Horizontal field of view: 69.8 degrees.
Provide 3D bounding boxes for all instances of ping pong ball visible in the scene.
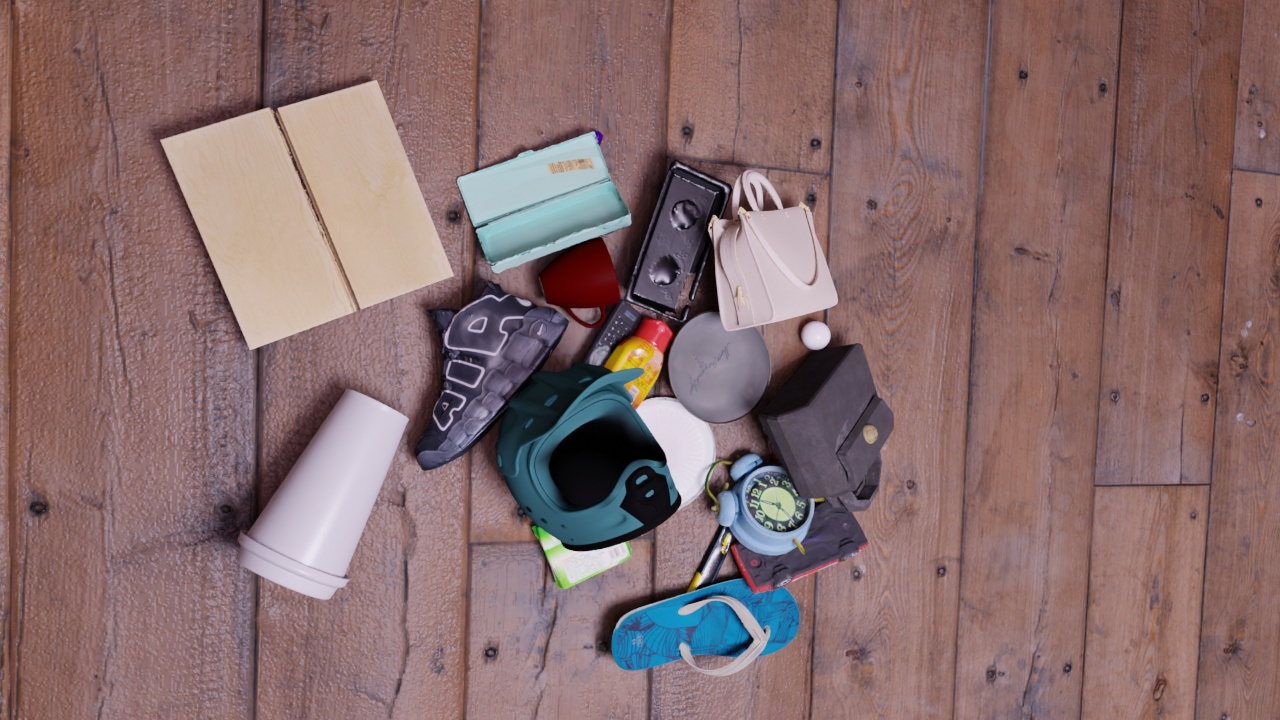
[{"bbox_3d":[0.245,-0.035,1.282,0.040,0.040,0.040,-1,93,-18],"label":"ping pong ball"}]

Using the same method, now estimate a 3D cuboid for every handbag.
[{"bbox_3d":[0.270,0.108,1.227,0.196,0.103,0.199,-43,113,-45],"label":"handbag"},{"bbox_3d":[0.166,-0.150,1.197,0.194,0.101,0.198,-16,93,-50],"label":"handbag"}]

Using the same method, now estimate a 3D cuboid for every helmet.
[{"bbox_3d":[-0.066,0.099,1.059,0.176,0.275,0.200,-31,96,-26],"label":"helmet"}]

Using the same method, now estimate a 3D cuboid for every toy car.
[{"bbox_3d":[0.039,-0.152,1.193,0.094,0.071,0.191,19,87,-19],"label":"toy car"},{"bbox_3d":[0.222,0.258,1.273,0.189,0.056,0.081,-18,62,-17],"label":"toy car"}]

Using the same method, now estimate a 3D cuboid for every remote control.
[{"bbox_3d":[-0.050,-0.012,1.194,0.045,0.021,0.140,38,80,-48],"label":"remote control"}]

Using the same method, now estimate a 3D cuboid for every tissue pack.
[{"bbox_3d":[-0.074,0.232,1.196,0.113,0.034,0.099,-22,99,-17],"label":"tissue pack"}]

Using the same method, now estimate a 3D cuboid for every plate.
[{"bbox_3d":[0.027,0.127,1.233,0.156,0.014,0.157,-1,93,-18],"label":"plate"}]

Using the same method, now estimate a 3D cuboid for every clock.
[{"bbox_3d":[0.161,0.191,1.239,0.162,0.060,0.117,24,57,3],"label":"clock"}]

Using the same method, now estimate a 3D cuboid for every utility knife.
[{"bbox_3d":[0.097,0.282,1.263,0.028,0.020,0.172,28,83,-19],"label":"utility knife"}]

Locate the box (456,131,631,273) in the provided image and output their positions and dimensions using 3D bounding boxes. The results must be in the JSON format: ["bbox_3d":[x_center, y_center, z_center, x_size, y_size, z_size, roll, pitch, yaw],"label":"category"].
[{"bbox_3d":[-0.120,-0.197,1.144,0.187,0.052,0.138,-20,71,-8],"label":"box"}]

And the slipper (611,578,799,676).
[{"bbox_3d":[0.102,0.361,1.231,0.294,0.060,0.118,-2,94,-26],"label":"slipper"}]

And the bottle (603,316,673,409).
[{"bbox_3d":[-0.007,0.007,1.195,0.071,0.048,0.134,41,77,-37],"label":"bottle"}]

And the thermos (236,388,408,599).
[{"bbox_3d":[-0.356,0.149,1.058,0.131,0.132,0.221,30,76,-17],"label":"thermos"}]

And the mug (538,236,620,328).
[{"bbox_3d":[-0.078,-0.090,1.158,0.088,0.087,0.114,-17,117,-8],"label":"mug"}]

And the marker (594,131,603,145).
[{"bbox_3d":[-0.079,-0.232,1.179,0.015,0.018,0.134,23,88,-15],"label":"marker"}]

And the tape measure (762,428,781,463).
[{"bbox_3d":[0.208,0.112,1.289,0.060,0.020,0.062,-21,100,-16],"label":"tape measure"}]

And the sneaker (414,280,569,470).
[{"bbox_3d":[-0.217,0.006,1.112,0.151,0.097,0.252,40,86,1],"label":"sneaker"}]

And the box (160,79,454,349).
[{"bbox_3d":[-0.380,-0.172,1.071,0.253,0.068,0.247,-24,101,-22],"label":"box"}]

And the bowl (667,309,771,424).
[{"bbox_3d":[0.096,0.008,1.228,0.150,0.057,0.151,-1,93,-19],"label":"bowl"}]
